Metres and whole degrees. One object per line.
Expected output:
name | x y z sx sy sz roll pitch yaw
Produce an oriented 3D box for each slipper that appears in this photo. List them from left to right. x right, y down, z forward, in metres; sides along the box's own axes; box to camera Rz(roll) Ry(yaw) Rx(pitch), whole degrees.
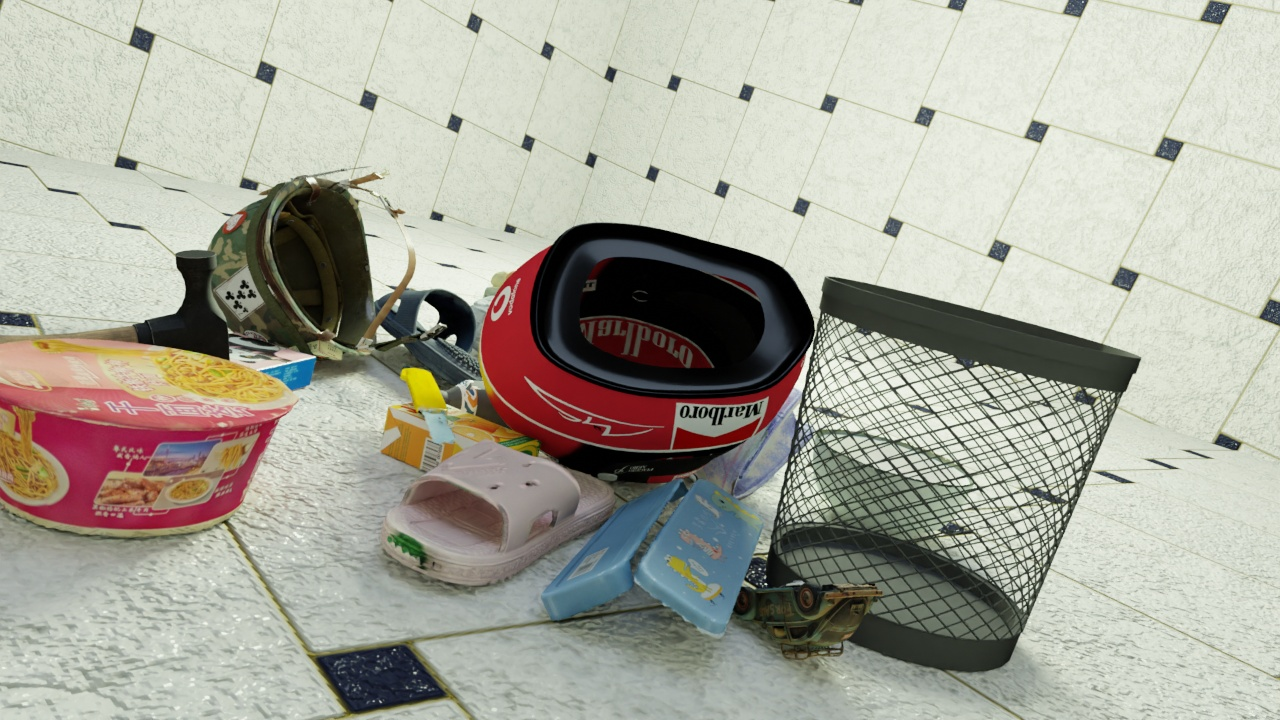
slipper | -0.233 -0.040 1.059 0.101 0.082 0.264 35 -1 -37
slipper | -0.090 0.093 0.649 0.094 0.064 0.238 18 9 23

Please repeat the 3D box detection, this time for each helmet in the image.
helmet | -0.332 -0.094 0.959 0.236 0.192 0.224 -8 -9 -6
helmet | -0.005 0.005 0.809 0.271 0.197 0.225 10 -28 0

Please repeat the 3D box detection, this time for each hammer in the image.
hammer | -0.430 0.007 0.593 0.304 0.132 0.040 -11 25 -40

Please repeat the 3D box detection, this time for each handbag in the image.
handbag | -0.167 -0.059 1.206 0.112 0.123 0.171 19 4 -6
handbag | 0.074 0.063 0.911 0.126 0.069 0.159 -40 39 -24

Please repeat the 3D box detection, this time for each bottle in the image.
bottle | -0.149 0.043 0.890 0.112 0.047 0.047 7 12 -33

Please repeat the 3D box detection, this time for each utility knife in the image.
utility knife | -0.175 0.033 0.751 0.030 0.019 0.228 4 8 -20

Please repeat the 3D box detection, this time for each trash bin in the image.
trash bin | 0.212 0.075 0.674 0.218 0.227 0.217 13 10 -3

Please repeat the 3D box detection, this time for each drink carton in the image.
drink carton | -0.151 0.070 0.757 0.122 0.041 0.058 18 11 24

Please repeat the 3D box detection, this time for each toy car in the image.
toy car | 0.102 0.163 0.576 0.047 0.047 0.112 8 -18 -29

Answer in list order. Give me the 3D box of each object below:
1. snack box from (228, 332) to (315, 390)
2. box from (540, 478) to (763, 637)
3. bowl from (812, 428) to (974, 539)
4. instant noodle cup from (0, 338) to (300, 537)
snack box | -0.371 0.008 0.822 0.088 0.033 0.154 16 10 9
box | 0.017 0.122 0.619 0.122 0.047 0.209 0 8 14
bowl | 0.236 0.124 0.889 0.153 0.073 0.153 13 10 -2
instant noodle cup | -0.313 0.047 0.566 0.178 0.078 0.178 14 9 -2
